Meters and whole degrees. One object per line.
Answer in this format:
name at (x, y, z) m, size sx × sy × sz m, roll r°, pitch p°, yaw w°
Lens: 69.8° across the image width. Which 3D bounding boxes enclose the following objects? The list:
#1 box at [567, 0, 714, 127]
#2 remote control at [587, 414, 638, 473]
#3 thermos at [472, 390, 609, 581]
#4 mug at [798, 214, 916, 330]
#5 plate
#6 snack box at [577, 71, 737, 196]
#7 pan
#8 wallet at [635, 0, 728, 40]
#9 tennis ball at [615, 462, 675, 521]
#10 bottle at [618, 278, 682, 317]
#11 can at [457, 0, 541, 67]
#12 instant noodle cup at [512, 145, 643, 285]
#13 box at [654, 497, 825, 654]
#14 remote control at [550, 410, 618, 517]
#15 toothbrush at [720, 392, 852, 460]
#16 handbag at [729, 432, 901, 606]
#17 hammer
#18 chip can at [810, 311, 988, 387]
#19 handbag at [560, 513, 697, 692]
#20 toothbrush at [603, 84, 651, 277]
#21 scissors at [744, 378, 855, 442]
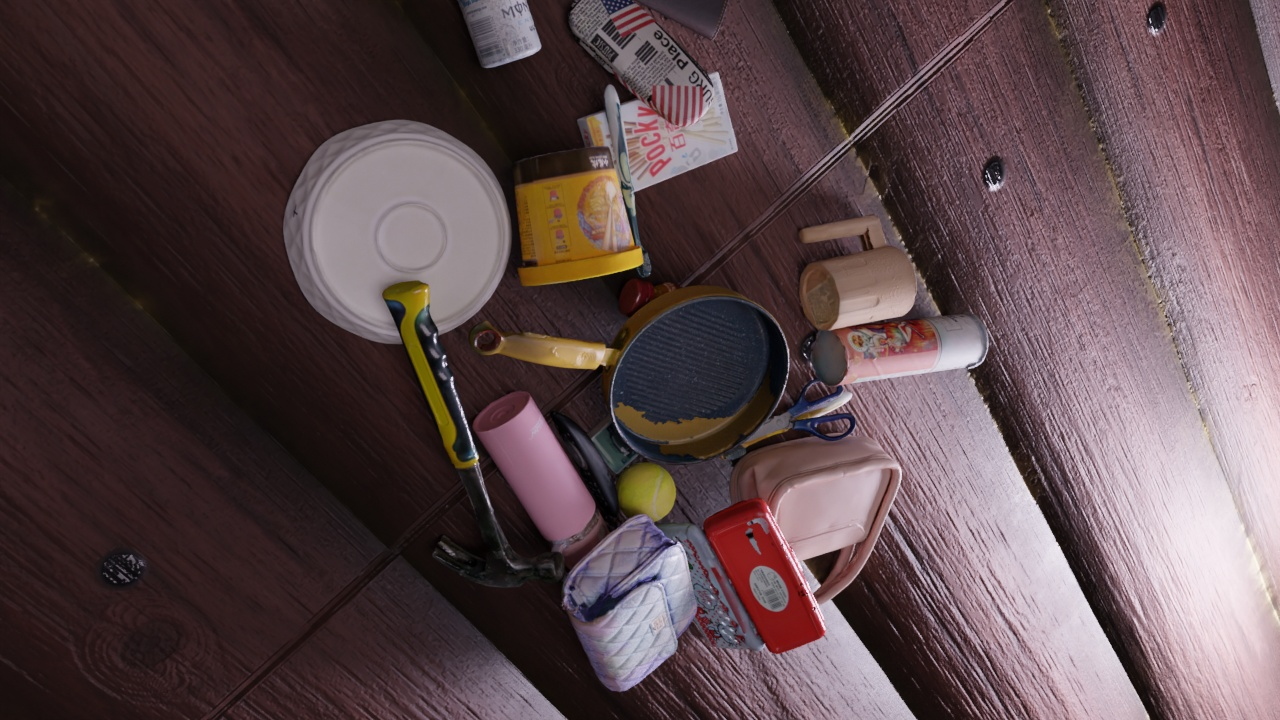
box at (0.001, -0.291, 0.883) m, size 0.164 × 0.052 × 0.068 m, roll 43°, pitch 63°, yaw -12°
remote control at (0.005, 0.059, 0.994) m, size 0.135 × 0.019 × 0.056 m, roll -41°, pitch 116°, yaw -12°
thermos at (-0.098, 0.134, 0.927) m, size 0.199 × 0.067 × 0.087 m, roll 64°, pitch 33°, yaw -24°
mug at (0.240, -0.101, 1.045) m, size 0.103 × 0.084 × 0.124 m, roll -13°, pitch 83°, yaw -22°
plate at (-0.211, -0.112, 0.830) m, size 0.204 × 0.045 × 0.205 m, roll -6°, pitch 105°, yaw -26°
snack box at (0.020, -0.227, 0.927) m, size 0.156 × 0.027 × 0.085 m, roll -25°, pitch 112°, yaw -20°
pan at (-0.005, 0.005, 0.891) m, size 0.357 × 0.078 × 0.198 m, roll 16°, pitch 111°, yaw -28°
wallet at (0.037, -0.385, 0.902) m, size 0.122 × 0.020 × 0.096 m, roll 18°, pitch 89°, yaw -28°
tennis ball at (0.005, 0.142, 0.988) m, size 0.065 × 0.065 × 0.065 m, roll -6°, pitch 105°, yaw -25°
bottle at (0.060, -0.042, 0.974) m, size 0.174 × 0.057 × 0.057 m, roll 18°, pitch 94°, yaw -29°
can at (-0.137, -0.336, 0.804) m, size 0.058 × 0.058 × 0.147 m, roll -26°, pitch 112°, yaw -19°
instant noodle cup at (-0.065, -0.136, 0.861) m, size 0.118 × 0.119 × 0.114 m, roll -15°, pitch 100°, yaw -23°
box at (0.106, 0.251, 1.031) m, size 0.161 × 0.058 × 0.201 m, roll -18°, pitch 115°, yaw 23°
remote control at (-0.053, 0.105, 0.957) m, size 0.024 × 0.053 × 0.136 m, roll -33°, pitch 115°, yaw -17°
toothbrush at (0.176, 0.077, 1.084) m, size 0.191 × 0.018 × 0.016 m, roll -23°, pitch 113°, yaw -20°
handbag at (0.204, 0.210, 1.104) m, size 0.193 × 0.093 × 0.234 m, roll -9°, pitch 114°, yaw -25°
hammer at (-0.172, 0.079, 0.855) m, size 0.126 × 0.031 × 0.323 m, roll -7°, pitch 115°, yaw 17°
chip can at (0.310, -0.014, 1.099) m, size 0.214 × 0.071 × 0.071 m, roll -7°, pitch 105°, yaw -25°
handbag at (-0.008, 0.259, 0.963) m, size 0.134 × 0.075 × 0.194 m, roll -38°, pitch 143°, yaw -19°
toothbrush at (-0.012, -0.172, 0.899) m, size 0.016 × 0.018 × 0.192 m, roll -19°, pitch 111°, yaw -21°
scissors at (0.168, 0.061, 1.071) m, size 0.172 × 0.012 × 0.132 m, roll 14°, pitch 68°, yaw -6°
